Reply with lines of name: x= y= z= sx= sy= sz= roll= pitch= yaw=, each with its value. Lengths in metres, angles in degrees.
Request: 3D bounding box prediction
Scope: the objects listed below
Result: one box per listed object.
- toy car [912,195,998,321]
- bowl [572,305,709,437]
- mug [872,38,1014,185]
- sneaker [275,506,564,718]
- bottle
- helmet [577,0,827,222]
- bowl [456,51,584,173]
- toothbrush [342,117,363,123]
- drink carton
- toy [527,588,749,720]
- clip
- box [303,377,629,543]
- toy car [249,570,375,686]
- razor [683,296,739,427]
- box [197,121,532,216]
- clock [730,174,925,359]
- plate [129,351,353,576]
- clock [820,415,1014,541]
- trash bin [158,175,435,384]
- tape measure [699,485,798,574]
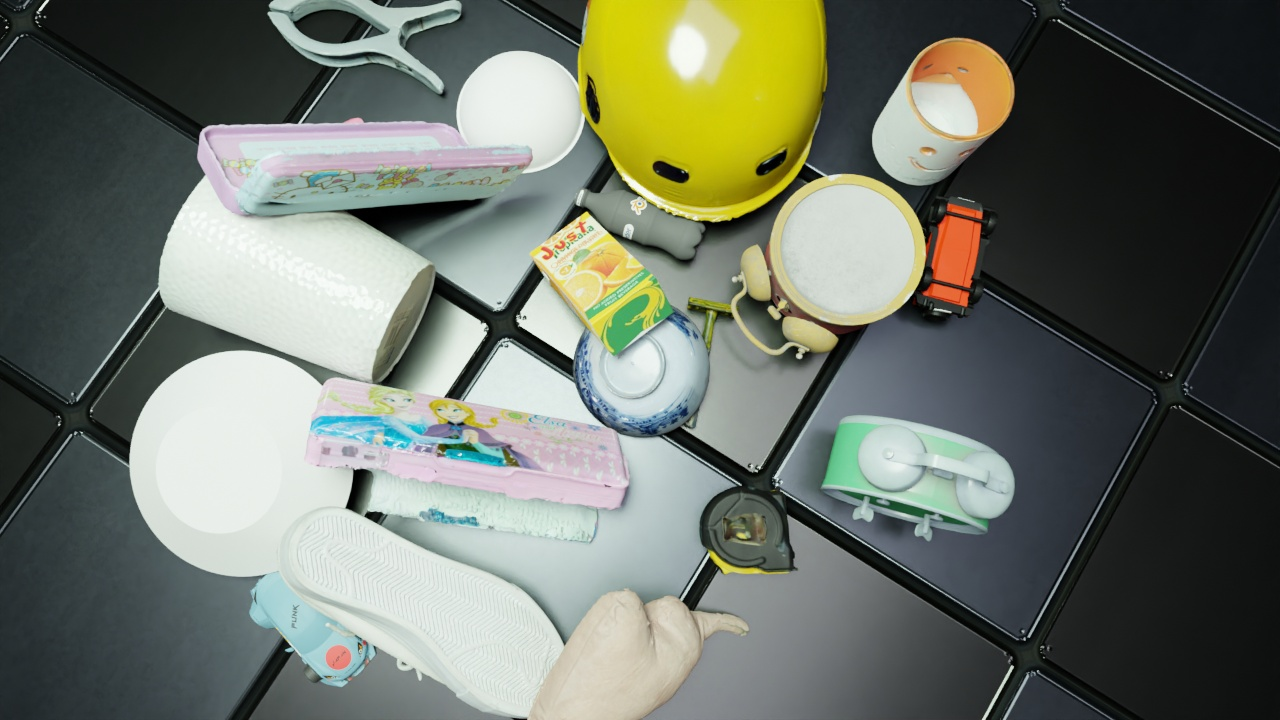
toy car: x=0.254 y=-0.083 z=0.753 sx=0.051 sy=0.049 sz=0.100 roll=14 pitch=81 yaw=2
bowl: x=-0.004 y=0.004 z=0.725 sx=0.114 sy=0.045 sz=0.114 roll=-1 pitch=86 yaw=11
mug: x=0.241 y=-0.198 z=0.742 sx=0.082 sy=0.105 sz=0.082 roll=0 pitch=81 yaw=-1
sneaker: x=-0.163 y=0.189 z=0.691 sx=0.242 sy=0.091 sz=0.089 roll=37 pitch=61 yaw=-18
bottle: x=-0.002 y=-0.117 z=0.760 sx=0.110 sy=0.036 sz=0.036 roll=22 pitch=81 yaw=2
helmet: x=0.053 y=-0.246 z=0.716 sx=0.209 sy=0.140 sz=0.239 roll=-6 pitch=72 yaw=-2
bowl: x=-0.103 y=-0.217 z=0.772 sx=0.110 sy=0.040 sz=0.110 roll=0 pitch=81 yaw=-1
toothbrush: x=-0.288 y=-0.161 z=0.775 sx=0.135 sy=0.016 sz=0.021 roll=-41 pitch=82 yaw=-9
drink carton: x=-0.034 y=-0.063 z=0.720 sx=0.058 sy=0.041 sz=0.122 roll=-37 pitch=45 yaw=-5
toy: x=-0.039 y=0.288 z=0.678 sx=0.196 sy=0.065 sz=0.264 roll=20 pitch=99 yaw=-38
clip: x=-0.237 y=-0.272 z=0.786 sx=0.162 sy=0.027 sz=0.090 roll=2 pitch=83 yaw=0
box: x=-0.132 y=0.086 z=0.693 sx=0.230 sy=0.084 sz=0.091 roll=11 pitch=115 yaw=-14
toy car: x=-0.257 y=0.204 z=0.711 sx=0.060 sy=0.027 sz=0.108 roll=-44 pitch=84 yaw=-7
razor: x=0.050 y=0.003 z=0.751 sx=0.042 sy=0.026 sz=0.106 roll=11 pitch=85 yaw=-1
box: x=-0.198 y=-0.141 z=0.679 sx=0.213 sy=0.140 sz=0.062 roll=-14 pitch=115 yaw=-41
clock: x=0.144 y=-0.069 z=0.733 sx=0.158 sy=0.081 sz=0.117 roll=-39 pitch=84 yaw=-5
plate: x=-0.308 y=0.080 z=0.689 sx=0.174 sy=0.036 sz=0.174 roll=0 pitch=91 yaw=1
clock: x=0.202 y=0.087 z=0.669 sx=0.122 sy=0.162 sz=0.075 roll=16 pitch=80 yaw=1
trash bin: x=-0.254 y=-0.063 z=0.706 sx=0.161 sy=0.133 sz=0.133 roll=26 pitch=81 yaw=-2
tape measure: x=0.083 y=0.134 z=0.721 sx=0.072 sy=0.042 sz=0.071 roll=-6 pitch=85 yaw=1
